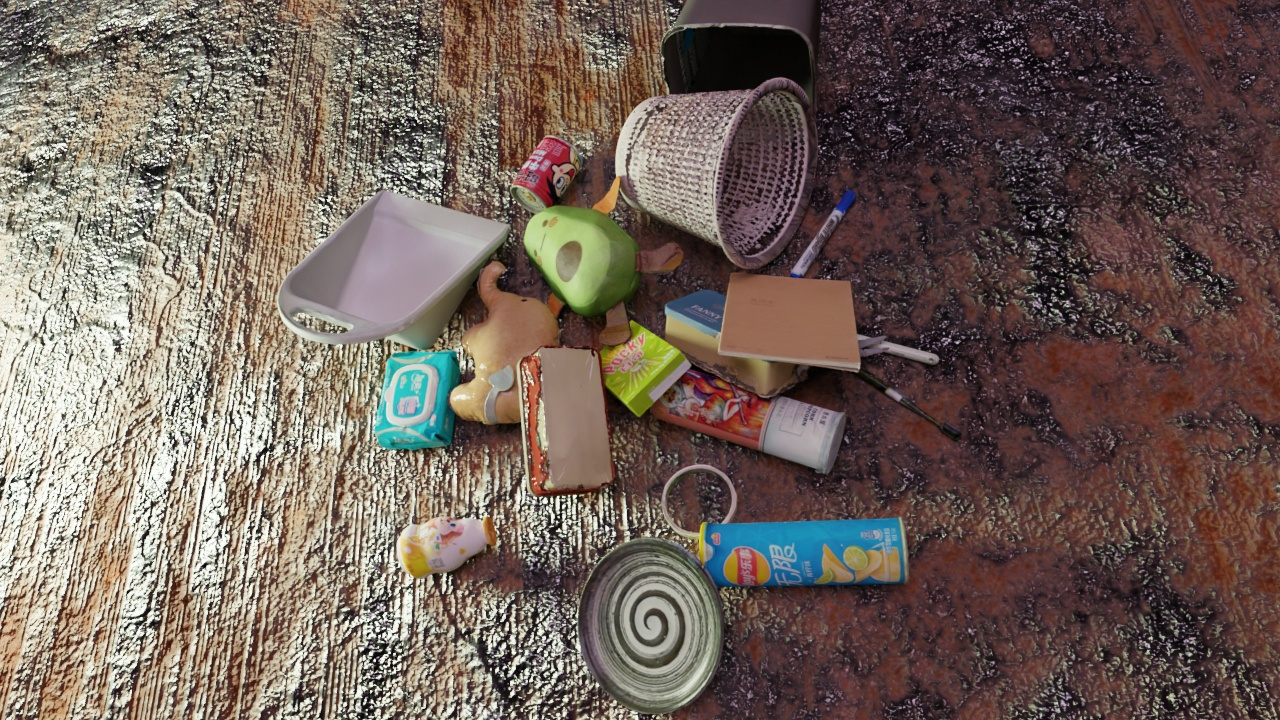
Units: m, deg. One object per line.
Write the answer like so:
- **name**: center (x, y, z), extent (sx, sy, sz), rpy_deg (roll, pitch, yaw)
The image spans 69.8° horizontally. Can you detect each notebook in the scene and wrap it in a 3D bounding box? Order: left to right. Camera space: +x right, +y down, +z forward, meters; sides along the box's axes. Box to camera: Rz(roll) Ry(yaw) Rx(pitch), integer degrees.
- **notebook**: center (0.171, -0.050, 1.054), extent (0.149, 0.012, 0.211), rpy_deg (6, 30, 7)

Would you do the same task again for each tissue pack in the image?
- **tissue pack**: center (-0.281, 0.048, 1.162), extent (0.093, 0.050, 0.133), rpy_deg (-5, 62, 12)

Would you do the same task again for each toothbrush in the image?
- **toothbrush**: center (0.259, -0.023, 1.093), extent (0.190, 0.029, 0.020), rpy_deg (16, 27, 18)
- **toothbrush**: center (0.288, 0.034, 1.056), extent (0.186, 0.017, 0.012), rpy_deg (37, 79, 27)

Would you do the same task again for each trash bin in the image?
- **trash bin**: center (0.085, -0.246, 1.152), extent (0.192, 0.227, 0.227), rpy_deg (19, 68, 34)
- **trash bin**: center (0.151, -0.436, 1.240), extent (0.199, 0.199, 0.219), rpy_deg (6, 58, 16)

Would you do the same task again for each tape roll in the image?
- **tape roll**: center (0.067, 0.161, 1.044), extent (0.086, 0.014, 0.085), rpy_deg (-5, 62, 10)

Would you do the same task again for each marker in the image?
- **marker**: center (0.233, -0.159, 1.169), extent (0.017, 0.017, 0.145), rpy_deg (29, 73, 24)

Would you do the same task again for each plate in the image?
- **plate**: center (0.013, 0.277, 0.968), extent (0.180, 0.024, 0.179), rpy_deg (-6, 78, 31)

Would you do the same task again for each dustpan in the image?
- **dustpan**: center (-0.334, -0.120, 1.184), extent (0.223, 0.142, 0.257), rpy_deg (18, 76, 19)

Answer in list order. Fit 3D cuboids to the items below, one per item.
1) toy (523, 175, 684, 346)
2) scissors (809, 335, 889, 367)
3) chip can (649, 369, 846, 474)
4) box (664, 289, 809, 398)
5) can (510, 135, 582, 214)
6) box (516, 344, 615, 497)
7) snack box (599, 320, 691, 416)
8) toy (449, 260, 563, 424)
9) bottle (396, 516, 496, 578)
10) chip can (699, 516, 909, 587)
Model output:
- **toy**: center (-0.067, -0.126, 1.166), extent (0.247, 0.090, 0.227), rpy_deg (35, 100, 39)
- **scissors**: center (0.202, 0.007, 1.084), extent (0.172, 0.014, 0.146), rpy_deg (23, 71, 28)
- **chip can**: center (0.120, 0.064, 1.050), extent (0.215, 0.071, 0.071), rpy_deg (16, 68, 21)
- **box**: center (0.107, -0.025, 1.071), extent (0.184, 0.061, 0.089), rpy_deg (28, 36, 34)
- **can**: center (-0.131, -0.256, 1.275), extent (0.066, 0.066, 0.093), rpy_deg (24, 71, 23)
- **box**: center (-0.085, 0.068, 1.051), extent (0.091, 0.080, 0.168), rpy_deg (1, 74, -28)
- **snack box**: center (-0.006, 0.006, 1.080), extent (0.085, 0.026, 0.156), rpy_deg (-44, 26, -4)
- **toy**: center (-0.164, -0.024, 1.155), extent (0.143, 0.082, 0.225), rpy_deg (-3, 61, 9)
- **bottle**: center (-0.222, 0.210, 1.057), extent (0.108, 0.063, 0.063), rpy_deg (-16, 61, 4)
- **chip can**: center (0.170, 0.202, 0.965), extent (0.210, 0.071, 0.071), rpy_deg (-4, 62, 11)
